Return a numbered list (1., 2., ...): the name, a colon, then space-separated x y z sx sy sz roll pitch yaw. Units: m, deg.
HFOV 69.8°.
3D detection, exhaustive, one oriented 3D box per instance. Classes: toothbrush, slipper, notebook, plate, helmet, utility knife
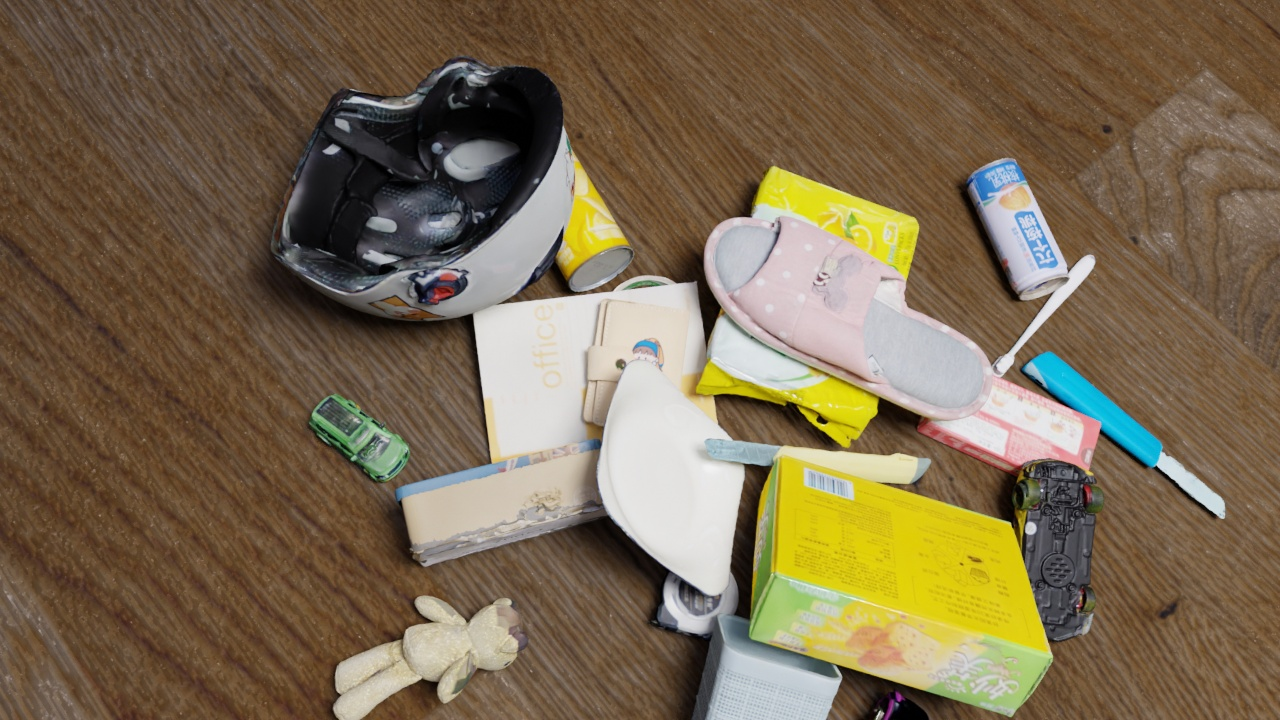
1. toothbrush: 0.397 -0.047 0.898 0.016 0.016 0.179 43 71 9
2. slipper: 0.178 -0.040 0.780 0.274 0.054 0.114 32 69 3
3. notebook: -0.039 0.010 0.824 0.206 0.010 0.145 -7 82 -8
4. plate: 0.020 0.096 0.749 0.163 0.034 0.163 43 41 -27
5. helmet: -0.166 -0.125 0.785 0.274 0.157 0.229 -8 59 17
6. utility knife: 0.156 0.088 0.800 0.216 0.022 0.031 6 106 -20
7. utility knife: 0.454 0.068 0.857 0.218 0.018 0.034 42 69 12

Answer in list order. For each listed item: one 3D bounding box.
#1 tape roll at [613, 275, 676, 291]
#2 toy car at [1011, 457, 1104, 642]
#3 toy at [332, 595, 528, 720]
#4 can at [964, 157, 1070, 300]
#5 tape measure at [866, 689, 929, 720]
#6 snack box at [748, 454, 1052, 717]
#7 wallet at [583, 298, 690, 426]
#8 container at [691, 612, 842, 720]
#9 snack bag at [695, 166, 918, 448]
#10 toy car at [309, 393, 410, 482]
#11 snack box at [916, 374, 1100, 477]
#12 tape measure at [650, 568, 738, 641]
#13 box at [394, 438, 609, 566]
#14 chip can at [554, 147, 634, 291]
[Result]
1. tape roll: 0.009 -0.039 0.859 0.086 0.014 0.085 2 69 -5
2. toy car: 0.355 0.163 0.796 0.071 0.041 0.155 5 85 -2
3. toy: -0.165 0.235 0.718 0.157 0.066 0.105 -20 30 -9
4. can: 0.372 -0.129 0.907 0.053 0.053 0.134 -13 71 -10
5. tape measure: 0.199 0.293 0.727 0.039 0.058 0.057 32 72 8
6. snack box: 0.196 0.171 0.725 0.210 0.070 0.157 17 30 1
7. wallet: -0.005 0.005 0.811 0.087 0.024 0.115 8 82 -5
8. container: 0.088 0.267 0.695 0.090 0.090 0.111 16 91 0
9. snack bag: 0.156 -0.054 0.849 0.158 0.068 0.246 20 67 -1
10. toy car: -0.241 0.065 0.785 0.091 0.036 0.043 35 68 4
11. snack box: 0.339 0.061 0.846 0.153 0.025 0.075 24 68 4
12. tape measure: 0.047 0.197 0.762 0.066 0.034 0.065 15 70 3
13. box: -0.113 0.118 0.747 0.184 0.090 0.062 -11 74 -13
14. chip can: -0.086 -0.170 0.872 0.072 0.072 0.213 -26 75 -14
